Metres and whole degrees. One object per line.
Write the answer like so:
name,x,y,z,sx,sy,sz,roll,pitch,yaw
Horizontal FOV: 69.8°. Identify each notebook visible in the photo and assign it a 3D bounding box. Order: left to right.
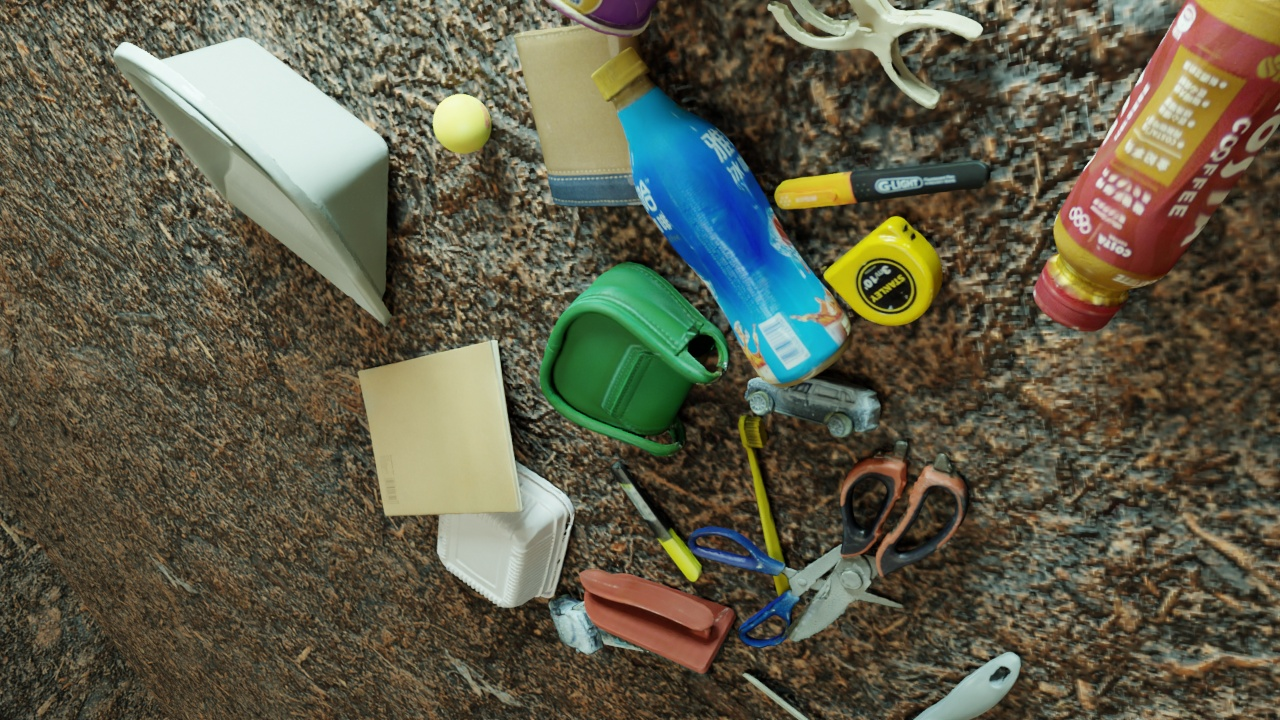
notebook,-0.191,0.070,0.852,0.212,0.012,0.149,-10,89,42

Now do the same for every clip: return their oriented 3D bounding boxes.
clip,0.116,-0.169,0.459,0.101,0.034,0.076,33,136,7

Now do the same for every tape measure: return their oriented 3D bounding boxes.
tape measure,0.145,-0.050,0.530,0.057,0.028,0.060,47,138,0

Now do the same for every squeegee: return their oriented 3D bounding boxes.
squeegee,0.221,0.295,0.728,0.246,0.039,0.247,37,137,9

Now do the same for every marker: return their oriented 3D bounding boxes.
marker,0.014,0.137,0.789,0.018,0.015,0.124,-31,97,46
marker,0.132,-0.098,0.514,0.124,0.015,0.018,0,125,36

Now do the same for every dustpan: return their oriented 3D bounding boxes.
dustpan,-0.317,-0.142,0.742,0.223,0.142,0.259,37,136,9

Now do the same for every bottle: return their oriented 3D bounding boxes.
bottle,0.045,-0.085,0.550,0.065,0.065,0.218,-24,106,46
bottle,0.235,-0.089,0.409,0.057,0.057,0.175,30,136,16

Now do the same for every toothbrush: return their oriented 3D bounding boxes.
toothbrush,0.101,0.122,0.706,0.017,0.015,0.190,2,123,30

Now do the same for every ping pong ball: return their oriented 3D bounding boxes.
ping pong ball,-0.125,-0.166,0.644,0.040,0.040,0.040,21,132,25

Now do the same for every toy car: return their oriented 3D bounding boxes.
toy car,-0.067,0.262,0.911,0.049,0.031,0.106,67,157,-2
toy car,0.113,0.027,0.606,0.091,0.042,0.034,14,102,27

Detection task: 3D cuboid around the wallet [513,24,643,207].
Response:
wallet,-0.031,-0.155,0.586,0.090,0.033,0.115,5,123,32

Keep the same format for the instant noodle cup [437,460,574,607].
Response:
instant noodle cup,-0.143,0.172,0.906,0.138,0.060,0.174,31,137,16

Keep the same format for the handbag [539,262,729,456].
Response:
handbag,-0.004,0.004,0.659,0.120,0.067,0.132,35,137,10

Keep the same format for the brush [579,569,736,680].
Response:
brush,0.009,0.227,0.825,0.146,0.063,0.069,12,140,34

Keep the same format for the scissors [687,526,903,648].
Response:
scissors,0.113,0.172,0.717,0.162,0.012,0.176,30,128,4

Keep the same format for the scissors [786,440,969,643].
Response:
scissors,0.146,0.138,0.663,0.211,0.015,0.177,-20,107,37

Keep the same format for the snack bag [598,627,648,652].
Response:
snack bag,-0.011,0.265,0.896,0.105,0.026,0.045,-6,105,40

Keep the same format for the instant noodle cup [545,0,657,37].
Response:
instant noodle cup,-0.010,-0.237,0.457,0.111,0.111,0.099,50,131,-4
